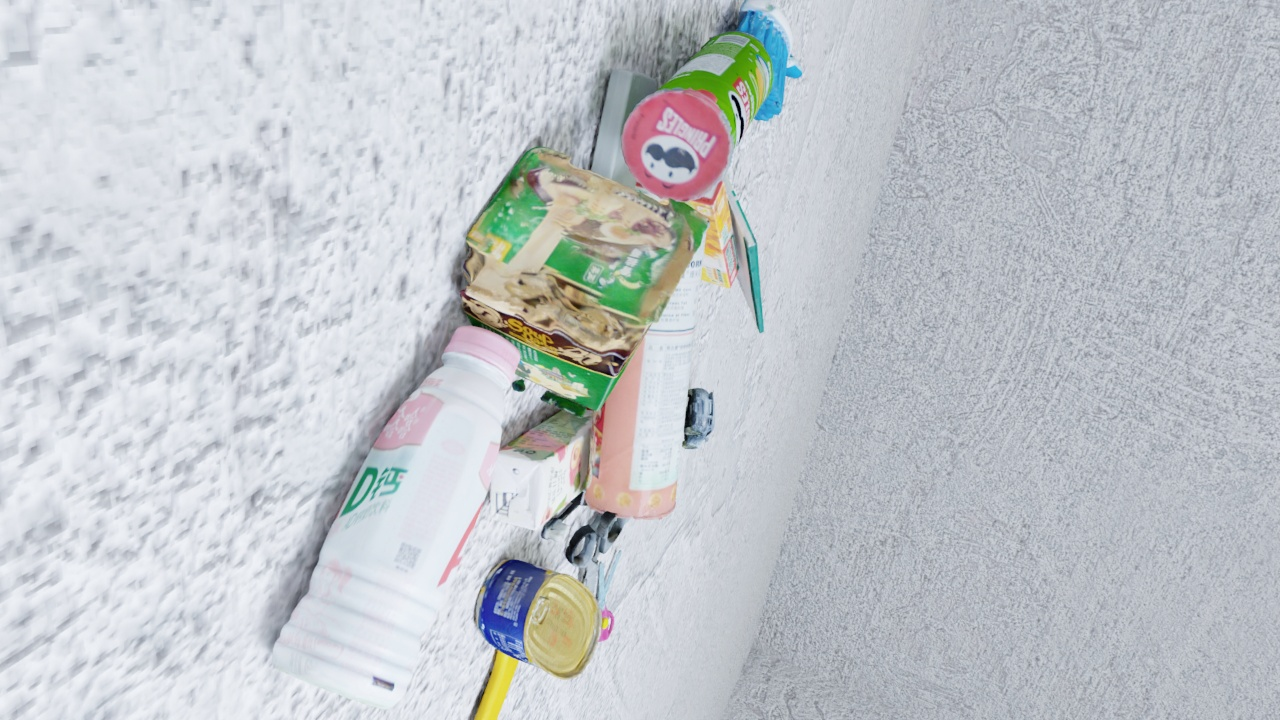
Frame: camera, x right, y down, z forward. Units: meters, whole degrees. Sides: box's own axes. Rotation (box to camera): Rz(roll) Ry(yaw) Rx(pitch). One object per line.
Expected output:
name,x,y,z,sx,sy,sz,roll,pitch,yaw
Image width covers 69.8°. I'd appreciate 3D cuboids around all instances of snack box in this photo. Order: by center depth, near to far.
snack box,-0.040,-0.040,0.554,0.106,0.118,0.117,105,12,-60
snack box,0.038,-0.111,0.763,0.156,0.077,0.027,60,50,-69

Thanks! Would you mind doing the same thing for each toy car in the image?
toy car,0.068,0.071,1.092,0.121,0.037,0.054,101,-9,-71

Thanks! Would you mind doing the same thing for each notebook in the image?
notebook,0.081,-0.124,0.848,0.209,0.012,0.150,61,8,-70

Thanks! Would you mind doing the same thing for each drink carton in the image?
drink carton,-0.067,0.076,0.678,0.122,0.045,0.053,-34,130,-66

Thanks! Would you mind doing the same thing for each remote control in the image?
remote control,-0.018,-0.137,0.655,0.056,0.019,0.135,-30,136,-67

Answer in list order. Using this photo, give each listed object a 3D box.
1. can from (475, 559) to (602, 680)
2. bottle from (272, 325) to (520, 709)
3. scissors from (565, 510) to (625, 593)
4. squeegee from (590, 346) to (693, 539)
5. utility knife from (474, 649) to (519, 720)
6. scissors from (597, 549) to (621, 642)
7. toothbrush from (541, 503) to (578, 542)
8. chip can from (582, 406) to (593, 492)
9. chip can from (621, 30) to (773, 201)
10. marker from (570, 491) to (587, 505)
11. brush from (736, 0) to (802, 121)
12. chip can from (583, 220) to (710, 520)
can,-0.079,0.209,0.740,0.074,0.049,0.148,-67,155,-22
bottle,-0.117,0.075,0.480,0.068,0.068,0.196,73,35,-63
scissors,-0.043,0.206,0.918,0.140,0.014,0.173,-48,151,-3
squeegee,0.008,0.128,0.995,0.245,0.039,0.247,-44,148,-58
utility knife,-0.127,0.288,0.758,0.196,0.015,0.033,-69,156,-16
scissors,-0.048,0.278,1.019,0.123,0.017,0.133,-47,146,-48
toothbrush,-0.045,0.123,0.857,0.180,0.018,0.016,-42,143,-63
chip can,-0.004,0.004,0.743,0.073,0.073,0.217,-29,132,-67
chip can,0.051,-0.189,0.675,0.235,0.072,0.072,-63,164,-58
marker,-0.038,0.064,0.807,0.022,0.020,0.132,7,101,-57
brush,0.134,-0.295,0.937,0.314,0.060,0.109,6,98,-76
chip can,0.003,0.004,0.657,0.071,0.071,0.215,-31,129,-66
